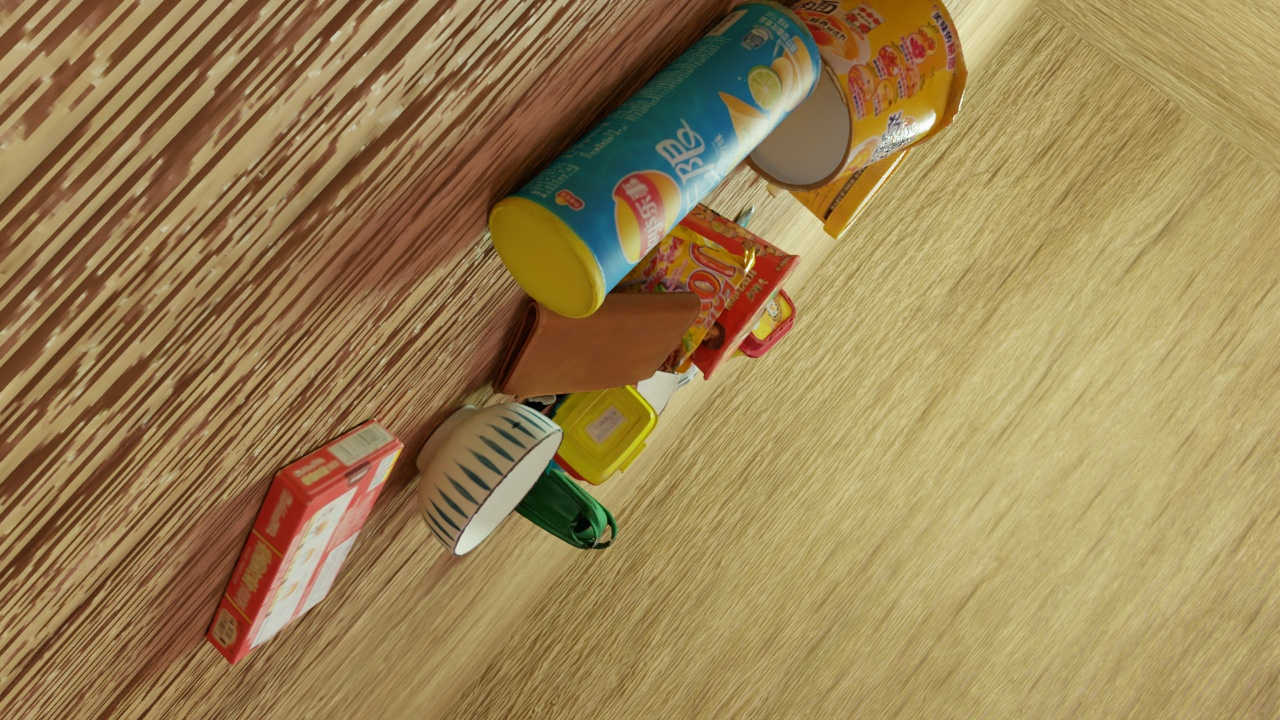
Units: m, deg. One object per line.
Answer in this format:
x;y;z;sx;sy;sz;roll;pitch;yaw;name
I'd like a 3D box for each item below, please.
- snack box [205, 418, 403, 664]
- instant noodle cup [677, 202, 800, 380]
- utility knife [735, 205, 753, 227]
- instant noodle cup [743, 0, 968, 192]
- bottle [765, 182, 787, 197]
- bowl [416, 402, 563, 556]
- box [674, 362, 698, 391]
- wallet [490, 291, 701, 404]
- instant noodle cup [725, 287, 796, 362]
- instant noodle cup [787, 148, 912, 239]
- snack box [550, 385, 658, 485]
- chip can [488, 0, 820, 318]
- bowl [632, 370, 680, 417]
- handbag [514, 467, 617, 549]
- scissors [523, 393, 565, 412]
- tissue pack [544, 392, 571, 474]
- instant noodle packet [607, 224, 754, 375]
-0.191;0.104;0.520;0.153;0.025;0.075;-56;169;32;snack box
0.058;-0.067;0.815;0.137;0.108;0.138;-51;173;-8;instant noodle cup
0.109;-0.137;1.120;0.029;0.013;0.166;-42;170;-23;utility knife
0.129;-0.186;0.622;0.109;0.138;0.138;-36;165;-32;instant noodle cup
0.194;-0.235;0.994;0.150;0.067;0.066;-45;173;15;bottle
-0.116;0.075;0.655;0.116;0.066;0.116;-50;171;-11;bowl
0.039;0.013;1.134;0.075;0.082;0.163;-60;172;-11;box
-0.033;-0.011;0.661;0.131;0.031;0.108;-5;147;-31;wallet
0.114;-0.053;1.176;0.115;0.116;0.124;-39;-177;-38;instant noodle cup
0.185;-0.198;0.898;0.118;0.114;0.118;-50;172;-9;instant noodle cup
-0.041;0.065;0.833;0.091;0.082;0.080;-47;-177;-21;snack box
0.014;-0.114;0.498;0.209;0.071;0.071;-46;171;-27;chip can
-0.005;0.005;0.911;0.113;0.062;0.114;-53;154;-39;bowl
-0.088;0.183;1.102;0.068;0.120;0.131;-52;165;-8;handbag
-0.098;0.052;0.812;0.220;0.022;0.234;-50;173;-7;scissors
-0.054;0.057;0.973;0.133;0.050;0.093;-43;170;-42;tissue pack
0.019;-0.051;0.717;0.129;0.110;0.044;-57;-154;30;instant noodle packet
